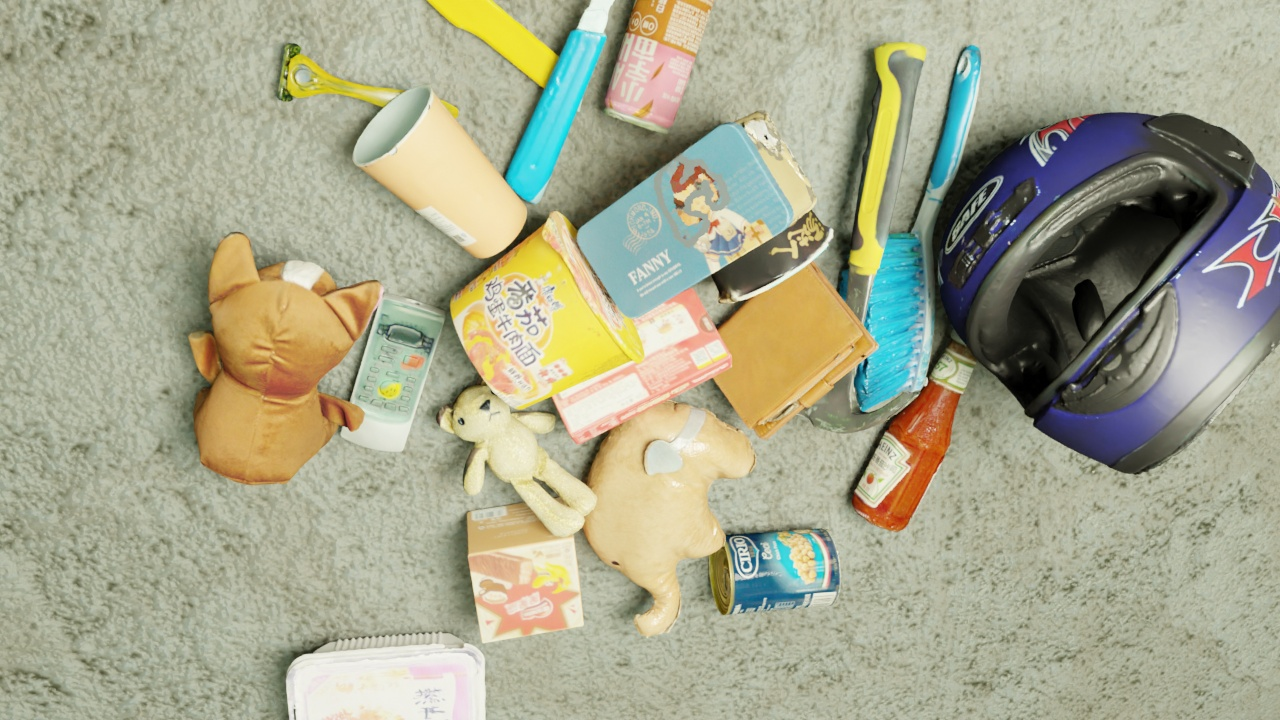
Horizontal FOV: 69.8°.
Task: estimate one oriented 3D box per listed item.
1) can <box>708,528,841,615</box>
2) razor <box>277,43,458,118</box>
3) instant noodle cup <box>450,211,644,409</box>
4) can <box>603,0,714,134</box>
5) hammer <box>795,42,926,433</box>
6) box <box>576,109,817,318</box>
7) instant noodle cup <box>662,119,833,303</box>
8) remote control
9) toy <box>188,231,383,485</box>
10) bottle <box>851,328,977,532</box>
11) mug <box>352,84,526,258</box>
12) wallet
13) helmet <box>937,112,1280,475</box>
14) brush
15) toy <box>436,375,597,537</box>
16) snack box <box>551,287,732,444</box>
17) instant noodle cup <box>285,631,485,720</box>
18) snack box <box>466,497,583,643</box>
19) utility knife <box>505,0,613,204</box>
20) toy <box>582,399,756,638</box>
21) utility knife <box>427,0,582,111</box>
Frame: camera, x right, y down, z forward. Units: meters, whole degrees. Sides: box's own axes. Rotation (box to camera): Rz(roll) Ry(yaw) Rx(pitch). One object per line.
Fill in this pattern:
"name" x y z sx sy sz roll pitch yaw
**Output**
"can" 0.129 0.202 0.883 0.111 0.075 0.075 -2 109 -11
"razor" -0.205 -0.204 0.701 0.132 0.028 0.043 11 103 -16
"instant noodle cup" -0.077 -0.033 0.734 0.110 0.138 0.138 -29 112 9
"can" 0.019 -0.254 0.708 0.058 0.058 0.147 15 106 -16
"hammer" 0.192 -0.095 0.763 0.031 0.126 0.323 -5 107 -50
"box" 0.035 -0.103 0.687 0.185 0.061 0.090 -32 93 37
"instant noodle cup" 0.079 -0.125 0.745 0.111 0.111 0.120 -33 105 2
"remote control" -0.211 0.013 0.779 0.056 0.019 0.135 17 105 -17
"toy" -0.278 -0.001 0.712 0.140 0.130 0.200 12 128 -17
"bottle" 0.268 0.063 0.870 0.059 0.059 0.206 19 105 -17
"mug" -0.147 -0.137 0.699 0.078 0.078 0.123 -41 128 5
"wallet" 0.121 -0.011 0.782 0.132 0.107 0.031 -45 156 25
"helmet" 0.356 -0.069 0.716 0.240 0.314 0.248 41 127 20
"brush" 0.237 -0.111 0.808 0.109 0.060 0.315 -6 108 -15
"toy" -0.102 0.084 0.787 0.157 0.066 0.105 46 67 0
"snack box" -0.005 0.005 0.790 0.153 0.075 0.025 -27 156 -1
"instant noodle cup" -0.234 0.315 0.861 0.173 0.060 0.138 -2 110 -12
"snack box" -0.105 0.188 0.831 0.092 0.077 0.094 -8 111 -9
"utility knife" -0.047 -0.230 0.703 0.034 0.018 0.237 22 115 -15
"toy" 0.012 0.142 0.836 0.143 0.082 0.226 18 109 2
"utility knife" -0.107 -0.250 0.708 0.164 0.015 0.033 36 106 -21
